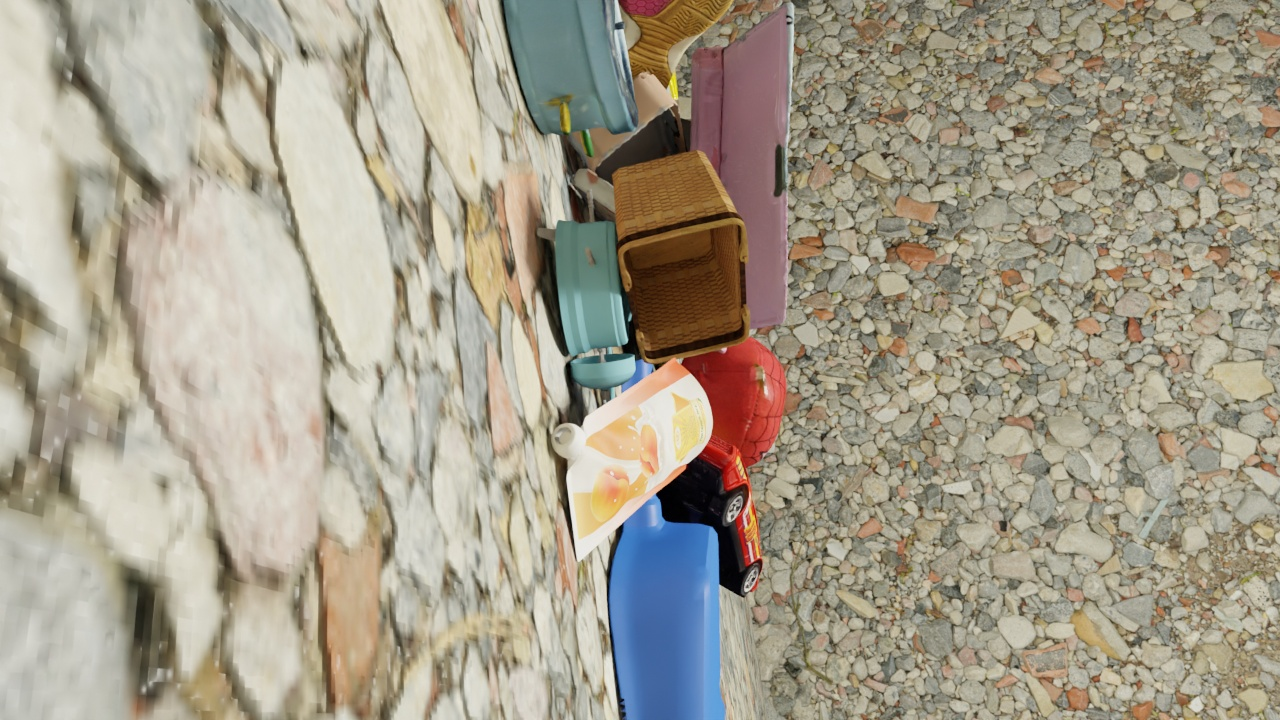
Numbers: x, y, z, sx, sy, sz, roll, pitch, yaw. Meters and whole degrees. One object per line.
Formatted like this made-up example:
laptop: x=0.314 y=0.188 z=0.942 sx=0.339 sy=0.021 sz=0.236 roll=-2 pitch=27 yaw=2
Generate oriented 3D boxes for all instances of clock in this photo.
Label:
clock: x=-0.026 y=-0.025 z=0.509 sx=0.087 sy=0.042 sz=0.123 roll=-92 pitch=176 yaw=-49
clock: x=-0.041 y=-0.203 z=0.527 sx=0.118 sy=0.060 sz=0.162 roll=-19 pitch=99 yaw=-84

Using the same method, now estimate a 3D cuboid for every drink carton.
drink carton: x=-0.005 y=0.047 z=0.474 sx=0.122 sy=0.039 sz=0.069 roll=-32 pitch=120 yaw=-56

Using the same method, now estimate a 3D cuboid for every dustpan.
dustpan: x=0.020 y=0.128 z=0.577 sx=0.245 sy=0.059 sz=0.257 roll=5 pitch=84 yaw=-83

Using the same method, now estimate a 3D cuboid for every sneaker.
sneaker: x=-0.003 y=-0.263 z=0.621 sx=0.242 sy=0.116 sz=0.091 roll=130 pitch=-36 yaw=-62

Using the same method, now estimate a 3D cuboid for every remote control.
remote control: x=-0.004 y=0.005 z=0.755 sx=0.039 sy=0.010 sz=0.124 roll=67 pitch=15 yaw=-64

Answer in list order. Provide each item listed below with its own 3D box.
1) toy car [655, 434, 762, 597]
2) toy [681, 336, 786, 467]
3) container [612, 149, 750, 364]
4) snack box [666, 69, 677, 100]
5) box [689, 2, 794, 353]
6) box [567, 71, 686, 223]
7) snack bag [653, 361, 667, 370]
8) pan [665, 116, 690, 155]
toy car: x=0.051 y=0.117 z=0.709 sx=0.056 sy=0.082 sz=0.190 roll=-46 pitch=144 yaw=-27
toy: x=0.077 y=0.049 z=0.873 sx=0.217 sy=0.098 sz=0.147 roll=106 pitch=-18 yaw=-68
container: x=0.020 y=-0.055 z=0.488 sx=0.114 sy=0.063 sz=0.061 roll=76 pitch=0 yaw=-60
snack box: x=-0.001 y=-0.291 z=0.945 sx=0.152 sy=0.075 sz=0.025 roll=-89 pitch=165 yaw=-59
box: x=0.063 y=-0.129 z=0.701 sx=0.180 sy=0.059 sz=0.232 roll=145 pitch=-53 yaw=-77
box: x=0.006 y=-0.138 z=0.701 sx=0.216 sy=0.094 sz=0.107 roll=26 pitch=89 yaw=-83
snack bag: x=0.015 y=-0.026 z=0.896 sx=0.087 sy=0.044 sz=0.155 roll=91 pitch=-3 yaw=-76
pan: x=0.051 y=-0.115 z=0.973 sx=0.356 sy=0.043 sz=0.248 roll=121 pitch=-35 yaw=-80
